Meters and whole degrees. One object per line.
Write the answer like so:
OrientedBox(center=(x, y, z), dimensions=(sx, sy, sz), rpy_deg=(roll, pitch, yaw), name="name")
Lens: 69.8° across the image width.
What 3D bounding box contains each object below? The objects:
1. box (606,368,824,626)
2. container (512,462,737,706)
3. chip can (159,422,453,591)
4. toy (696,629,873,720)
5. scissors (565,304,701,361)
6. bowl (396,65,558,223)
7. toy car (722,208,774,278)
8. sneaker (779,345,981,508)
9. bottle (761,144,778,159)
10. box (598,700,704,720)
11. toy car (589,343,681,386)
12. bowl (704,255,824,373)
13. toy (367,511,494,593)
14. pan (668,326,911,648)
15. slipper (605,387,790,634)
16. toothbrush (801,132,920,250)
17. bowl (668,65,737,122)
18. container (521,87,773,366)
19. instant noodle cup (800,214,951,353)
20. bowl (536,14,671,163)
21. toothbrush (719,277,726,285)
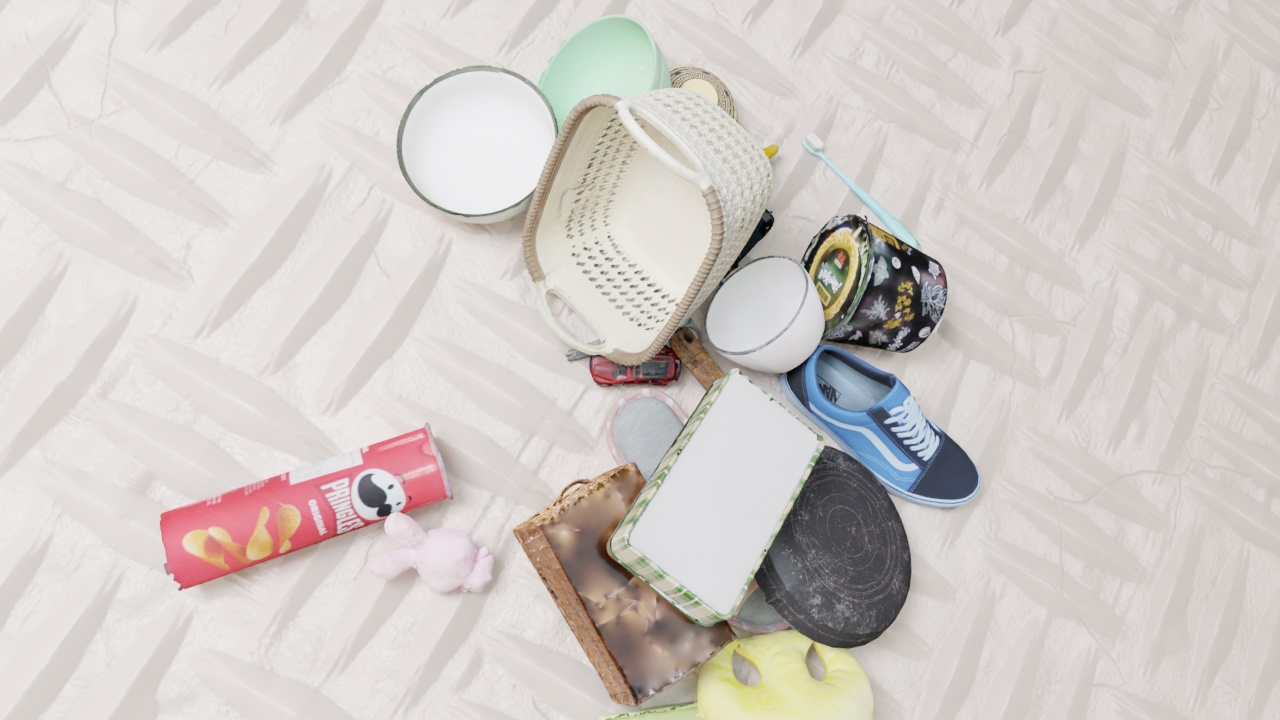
OrientedBox(center=(0.068, 0.113, 0.787), dimensions=(0.117, 0.050, 0.205), rpy_deg=(37, 58, -4), name="box")
OrientedBox(center=(-0.015, 0.198, 0.821), dimensions=(0.113, 0.113, 0.198), rpy_deg=(-30, 85, -18), name="container")
OrientedBox(center=(-0.285, 0.125, 0.793), dimensions=(0.232, 0.073, 0.073), rpy_deg=(-18, 82, -16), name="chip can")
OrientedBox(center=(0.133, 0.317, 0.829), dimensions=(0.170, 0.065, 0.154), rpy_deg=(-1, 54, -15), name="toy")
OrientedBox(center=(0.001, -0.040, 0.928), dimensions=(0.170, 0.014, 0.095), rpy_deg=(2, 86, -15), name="scissors")
OrientedBox(center=(-0.151, -0.199, 0.887), dimensions=(0.153, 0.073, 0.153), rpy_deg=(-1, 77, 3), name="bowl")
OrientedBox(center=(0.098, -0.127, 0.959), dimensions=(0.046, 0.034, 0.111), rpy_deg=(44, 61, -1), name="toy car")
OrientedBox(center=(0.253, 0.069, 0.921), dimensions=(0.241, 0.098, 0.083), rpy_deg=(36, 73, -4), name="sneaker")
OrientedBox(center=(0.091, -0.188, 0.964), dimensions=(0.146, 0.051, 0.051), rpy_deg=(-37, 88, -18), name="bottle")
OrientedBox(center=(0.060, 0.378, 0.835), dimensions=(0.187, 0.044, 0.141), rpy_deg=(-4, 58, -15), name="box")
OrientedBox(center=(-0.005, 0.005, 0.903), dimensions=(0.091, 0.036, 0.042), rpy_deg=(1, 95, -9), name="toy car")
OrientedBox(center=(0.128, -0.039, 0.899), dimensions=(0.065, 0.116, 0.116), rpy_deg=(41, 68, -38), name="bowl")
OrientedBox(center=(-0.182, 0.172, 0.810), dimensions=(0.110, 0.047, 0.064), rpy_deg=(25, 107, -31), name="toy")
OrientedBox(center=(0.140, 0.106, 0.880), dimensions=(0.207, 0.040, 0.357), rpy_deg=(-33, 86, -42), name="pan")
OrientedBox(center=(0.065, 0.144, 0.882), dimensions=(0.114, 0.054, 0.274), rpy_deg=(-37, 88, -18), name="slipper")
OrientedBox(center=(0.247, -0.186, 1.021), dimensions=(0.180, 0.017, 0.016), rpy_deg=(44, 71, -2), name="toothbrush")
OrientedBox(center=(0.053, -0.263, 0.966), dimensions=(0.112, 0.061, 0.112), rpy_deg=(3, 77, -13), name="bowl")
OrientedBox(center=(0.006, -0.125, 0.830), dimensions=(0.184, 0.247, 0.142), rpy_deg=(47, 49, 12), name="container")
OrientedBox(center=(0.237, -0.072, 0.938), dimensions=(0.112, 0.137, 0.137), rpy_deg=(15, 74, -20), name="instant noodle cup")
OrientedBox(center=(-0.027, -0.259, 0.921), dimensions=(0.077, 0.151, 0.150), rpy_deg=(22, 68, -52), name="bowl")
OrientedBox(center=(0.068, -0.094, 0.957), dimensions=(0.189, 0.016, 0.017), rpy_deg=(44, 82, -1), name="toothbrush")
